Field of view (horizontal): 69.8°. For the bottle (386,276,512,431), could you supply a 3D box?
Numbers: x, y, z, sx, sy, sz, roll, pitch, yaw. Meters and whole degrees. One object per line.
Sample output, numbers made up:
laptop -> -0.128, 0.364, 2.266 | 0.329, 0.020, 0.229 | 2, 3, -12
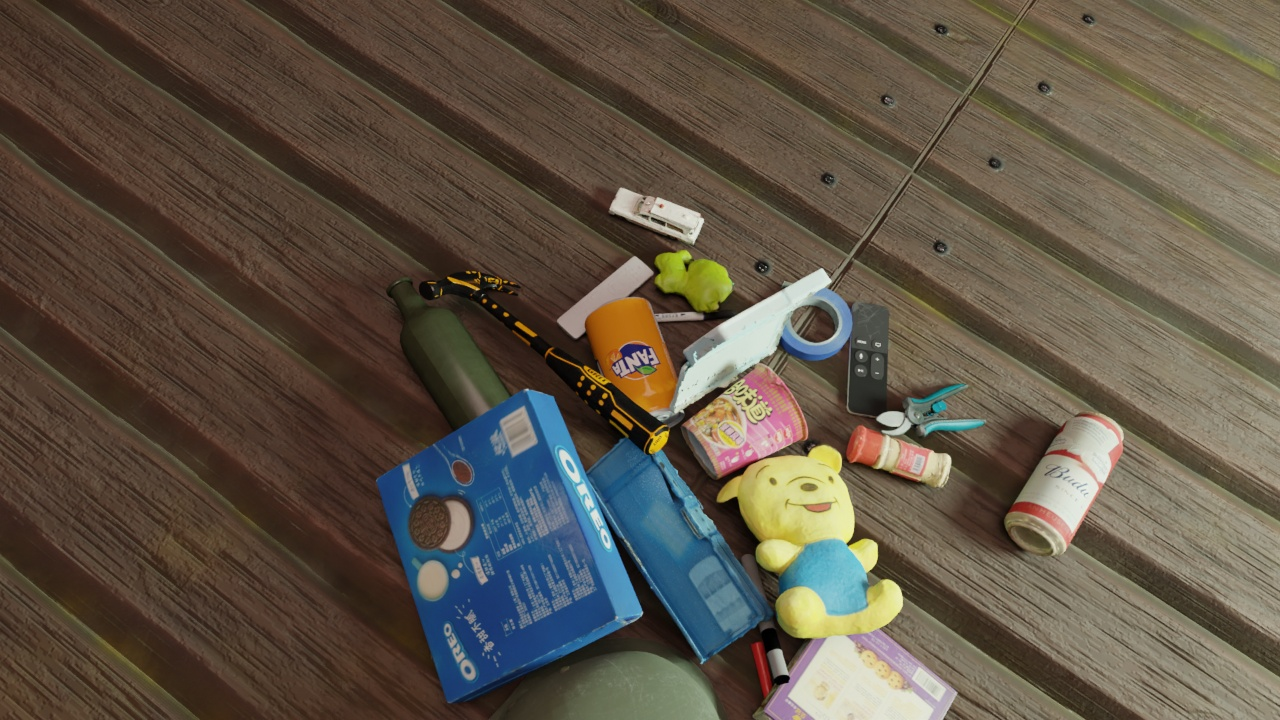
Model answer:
bottle -> -0.211, -0.004, 0.994 | 0.071, 0.072, 0.206 | -31, 72, -18

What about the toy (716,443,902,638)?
toy -> 0.165, 0.183, 0.924 | 0.148, 0.084, 0.213 | 5, 41, -23

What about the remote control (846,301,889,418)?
remote control -> 0.268, -0.002, 1.079 | 0.045, 0.008, 0.146 | 10, 65, -2

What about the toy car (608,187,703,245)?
toy car -> 0.020, -0.180, 1.116 | 0.113, 0.039, 0.039 | 23, 65, 4

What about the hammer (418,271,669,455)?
hammer -> -0.092, -0.006, 0.972 | 0.320, 0.036, 0.123 | 37, 29, 25

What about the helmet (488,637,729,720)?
helmet -> -0.032, 0.354, 0.803 | 0.267, 0.154, 0.227 | -21, 69, -15

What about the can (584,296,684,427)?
can -> -0.006, 0.006, 1.006 | 0.079, 0.079, 0.142 | -14, 68, -12

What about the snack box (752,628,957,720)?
snack box -> 0.209, 0.335, 0.892 | 0.143, 0.041, 0.147 | 39, 61, 11

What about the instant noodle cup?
instant noodle cup -> 0.108, 0.072, 0.987 | 0.108, 0.098, 0.097 | -31, 72, -10

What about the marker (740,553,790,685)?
marker -> 0.123, 0.254, 0.914 | 0.016, 0.016, 0.140 | -4, 43, -8

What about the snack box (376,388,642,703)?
snack box -> -0.132, 0.176, 0.878 | 0.196, 0.056, 0.238 | -31, 69, 16

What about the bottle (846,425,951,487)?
bottle -> 0.285, 0.107, 1.013 | 0.109, 0.044, 0.044 | 18, 65, 2

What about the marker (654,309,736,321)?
marker -> 0.038, -0.051, 1.075 | 0.152, 0.011, 0.011 | -3, 66, -7

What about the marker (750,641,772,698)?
marker -> 0.130, 0.349, 0.902 | 0.012, 0.013, 0.142 | -7, 67, -10

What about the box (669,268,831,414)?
box -> 0.112, -0.026, 0.969 | 0.196, 0.137, 0.049 | -28, 66, -42

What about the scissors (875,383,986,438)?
scissors -> 0.332, 0.058, 1.039 | 0.128, 0.019, 0.152 | 33, 55, -2

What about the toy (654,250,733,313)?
toy -> 0.063, -0.095, 1.085 | 0.093, 0.036, 0.094 | -1, 56, -2

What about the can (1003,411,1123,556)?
can -> 0.466, 0.134, 1.006 | 0.067, 0.067, 0.169 | 38, 67, 11

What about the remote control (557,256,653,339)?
remote control -> -0.041, -0.073, 1.076 | 0.033, 0.012, 0.130 | 42, 68, 15

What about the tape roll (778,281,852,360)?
tape roll -> 0.203, -0.045, 1.087 | 0.091, 0.016, 0.092 | 14, 65, 0

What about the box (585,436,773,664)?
box -> 0.016, 0.184, 0.903 | 0.094, 0.102, 0.231 | -41, 72, 22
